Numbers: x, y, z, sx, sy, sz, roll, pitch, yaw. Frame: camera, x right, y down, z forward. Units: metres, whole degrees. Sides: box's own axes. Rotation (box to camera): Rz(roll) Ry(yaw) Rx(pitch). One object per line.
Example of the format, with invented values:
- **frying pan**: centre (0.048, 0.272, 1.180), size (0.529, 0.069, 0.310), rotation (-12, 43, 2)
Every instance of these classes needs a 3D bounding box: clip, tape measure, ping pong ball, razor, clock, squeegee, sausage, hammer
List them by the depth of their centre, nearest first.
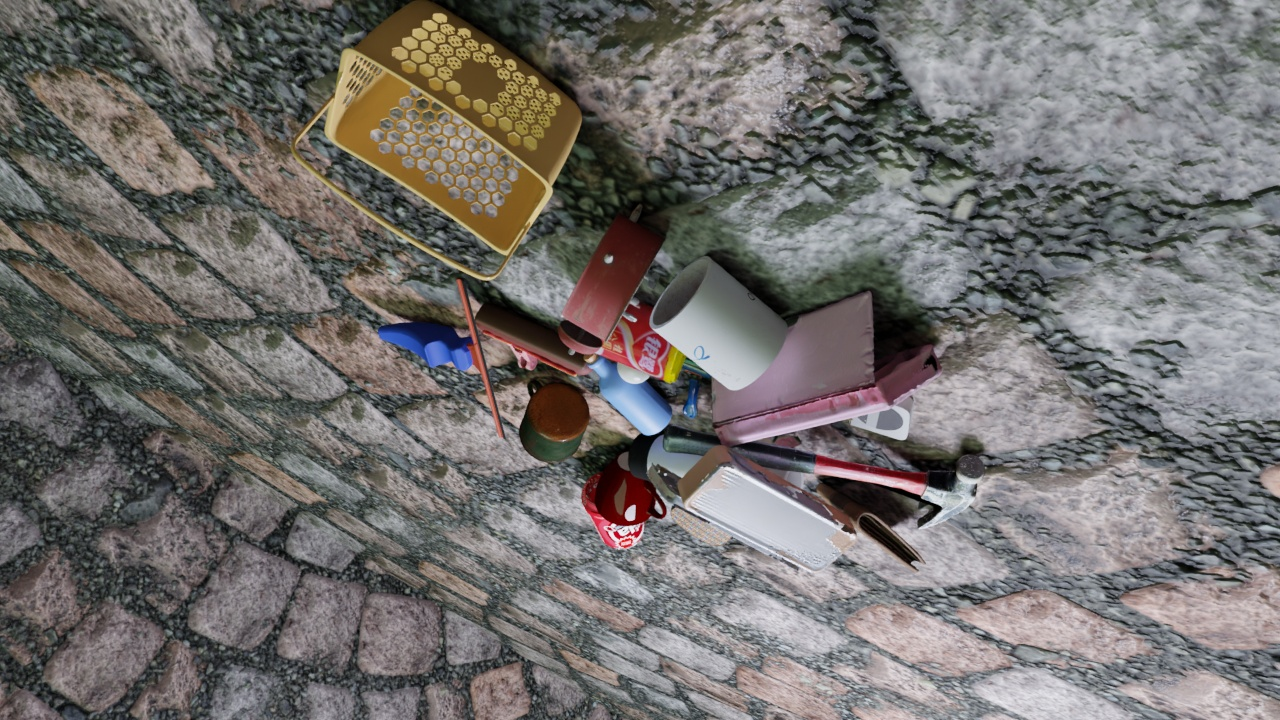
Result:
- **clock**: centre (-0.027, -0.060, 0.848), size (0.062, 0.109, 0.157), rotation (30, 137, -3)
- **tape measure**: centre (0.238, 0.051, 0.913), size (0.064, 0.016, 0.065), rotation (17, 150, 18)
- **hammer**: centre (0.185, 0.115, 0.984), size (0.326, 0.036, 0.141), rotation (10, 150, 8)
- **ping pong ball**: centre (-0.006, 0.006, 1.026), size (0.040, 0.040, 0.040), rotation (21, 152, 12)
- **razor**: centre (0.059, 0.031, 1.036), size (0.044, 0.018, 0.141), rotation (22, 155, 10)
- **sausage**: centre (-0.125, -0.024, 1.083), size (0.155, 0.040, 0.040), rotation (24, 152, 6)
- **clip**: centre (-0.151, -0.012, 1.145), size (0.044, 0.023, 0.060), rotation (27, 151, 11)
- **squeegee**: centre (-0.266, -0.021, 1.196), size (0.185, 0.055, 0.250), rotation (13, 132, 26)

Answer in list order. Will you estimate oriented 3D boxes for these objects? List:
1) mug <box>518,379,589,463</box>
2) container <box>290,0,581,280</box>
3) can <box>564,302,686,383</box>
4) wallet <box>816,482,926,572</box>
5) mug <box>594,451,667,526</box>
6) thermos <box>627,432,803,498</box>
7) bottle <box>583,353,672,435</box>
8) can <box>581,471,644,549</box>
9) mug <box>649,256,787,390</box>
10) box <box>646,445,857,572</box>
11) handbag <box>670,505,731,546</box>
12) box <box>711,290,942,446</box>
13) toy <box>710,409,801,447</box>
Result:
- **mug**: centre (-0.119, 0.070, 1.203), size (0.111, 0.084, 0.081), rotation (59, 155, 17)
- **container**: centre (-0.158, -0.169, 0.732), size (0.183, 0.166, 0.129), rotation (34, 152, -11)
- **can**: centre (-0.010, -0.029, 0.944), size (0.124, 0.066, 0.067), rotation (22, 152, 11)
- **wallet**: centre (0.271, 0.196, 1.083), size (0.121, 0.027, 0.099), rotation (38, 179, -22)
- **mug**: centre (-0.007, 0.176, 1.269), size (0.114, 0.086, 0.089), rotation (33, 138, 26)
- **thermos**: centre (0.092, 0.140, 1.146), size (0.230, 0.068, 0.101), rotation (7, 159, 35)
- **bottle**: centre (-0.019, 0.032, 1.073), size (0.048, 0.048, 0.131), rotation (-6, 137, 47)
- **can**: centre (-0.040, 0.229, 1.394), size (0.074, 0.074, 0.143), rotation (15, 150, 23)
- **mug**: centre (0.067, -0.037, 0.863), size (0.096, 0.083, 0.119), rotation (38, 178, -18)
- **box**: centre (0.123, 0.157, 1.011), size (0.217, 0.095, 0.115), rotation (31, 118, -29)
- **handbag**: centre (0.119, 0.191, 1.249), size (0.093, 0.043, 0.196), rotation (35, 143, -6)
- **box**: centre (0.154, 0.005, 0.869), size (0.233, 0.099, 0.107), rotation (-22, 92, 57)
- **toy**: centre (0.124, 0.083, 1.040), size (0.112, 0.050, 0.087), rotation (-2, 140, 34)
